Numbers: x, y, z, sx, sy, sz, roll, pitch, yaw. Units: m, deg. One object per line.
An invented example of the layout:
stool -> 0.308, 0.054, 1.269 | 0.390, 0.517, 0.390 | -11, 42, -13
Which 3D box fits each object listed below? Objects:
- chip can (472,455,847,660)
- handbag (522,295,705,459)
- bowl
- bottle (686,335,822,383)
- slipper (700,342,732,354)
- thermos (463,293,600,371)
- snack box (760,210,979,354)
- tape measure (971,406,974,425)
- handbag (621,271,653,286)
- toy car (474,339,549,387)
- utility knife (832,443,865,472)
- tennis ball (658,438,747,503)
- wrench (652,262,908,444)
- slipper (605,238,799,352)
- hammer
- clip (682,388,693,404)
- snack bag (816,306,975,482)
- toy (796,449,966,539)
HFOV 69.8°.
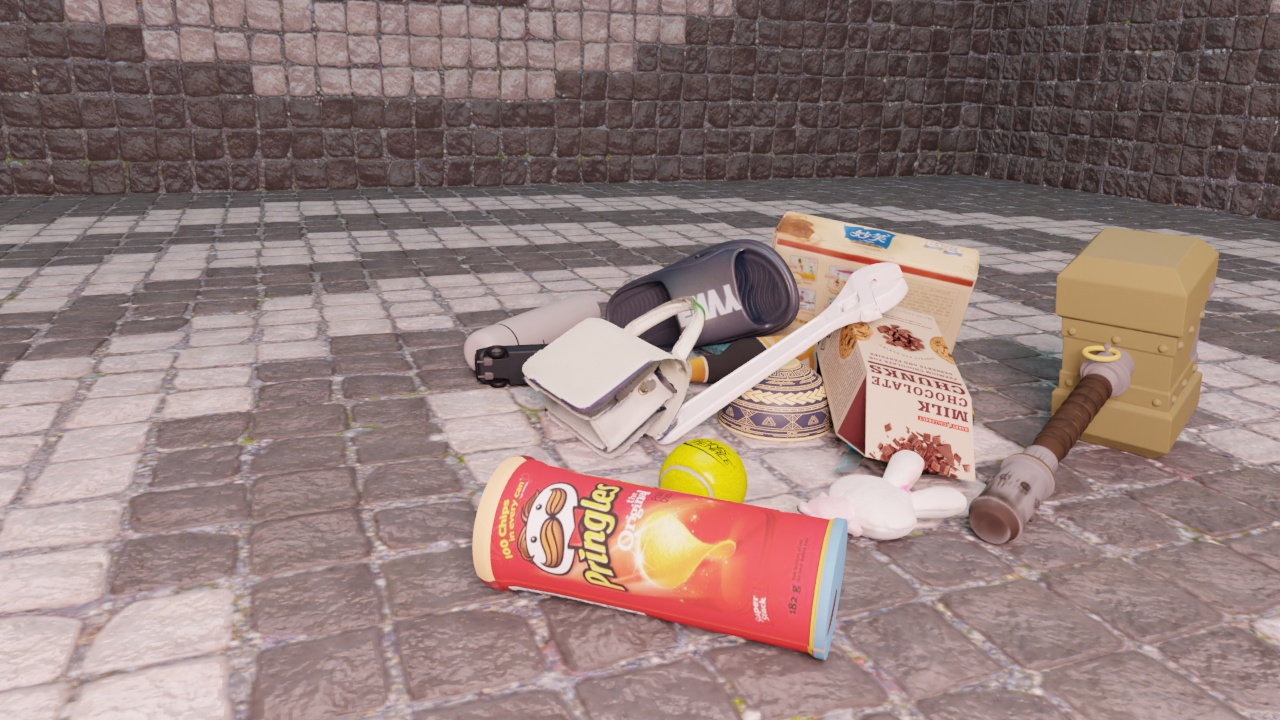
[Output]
chip can -> 0.012, 0.117, 0.559 | 0.213, 0.087, 0.086 | 8, 18, 18
handbag -> -0.005, 0.005, 0.865 | 0.175, 0.074, 0.151 | -39, 33, -16
bowl -> 0.132, 0.029, 0.890 | 0.112, 0.061, 0.112 | 1, 17, 0
bottle -> 0.119, 0.005, 0.971 | 0.181, 0.059, 0.059 | -4, 18, -17
slipper -> 0.102, -0.056, 1.160 | 0.115, 0.069, 0.276 | -13, 22, -31
thermos -> -0.126, -0.034, 1.092 | 0.052, 0.052, 0.223 | 10, 19, 27
snack box -> 0.242, -0.066, 0.997 | 0.207, 0.154, 0.055 | 15, 44, 14
tape measure -> 0.293, 0.046, 0.900 | 0.059, 0.030, 0.068 | 7, 18, 12
handbag -> 0.069, -0.108, 1.187 | 0.186, 0.047, 0.124 | -11, 5, -4
toy car -> -0.121, 0.003, 0.986 | 0.112, 0.046, 0.034 | -3, 22, -6
utility knife -> 0.209, 0.069, 0.843 | 0.031, 0.015, 0.206 | 9, 15, 25
tennis ball -> 0.046, 0.090, 0.680 | 0.065, 0.065, 0.065 | 1, 17, 0
wrench -> 0.125, -0.005, 0.836 | 0.273, 0.018, 0.066 | -34, 27, 1
slipper -> 0.046, -0.063, 1.015 | 0.269, 0.110, 0.083 | -12, 2, 42
hammer -> 0.357, 0.043, 0.749 | 0.101, 0.190, 0.323 | 17, 41, 41
clip -> 0.016, 0.040, 0.916 | 0.075, 0.023, 0.043 | -8, 18, -34
snack bag -> 0.227, 0.030, 0.818 | 0.094, 0.070, 0.206 | 14, 33, -7
toy -> 0.174, 0.107, 0.682 | 0.125, 0.037, 0.076 | -14, 30, -24
